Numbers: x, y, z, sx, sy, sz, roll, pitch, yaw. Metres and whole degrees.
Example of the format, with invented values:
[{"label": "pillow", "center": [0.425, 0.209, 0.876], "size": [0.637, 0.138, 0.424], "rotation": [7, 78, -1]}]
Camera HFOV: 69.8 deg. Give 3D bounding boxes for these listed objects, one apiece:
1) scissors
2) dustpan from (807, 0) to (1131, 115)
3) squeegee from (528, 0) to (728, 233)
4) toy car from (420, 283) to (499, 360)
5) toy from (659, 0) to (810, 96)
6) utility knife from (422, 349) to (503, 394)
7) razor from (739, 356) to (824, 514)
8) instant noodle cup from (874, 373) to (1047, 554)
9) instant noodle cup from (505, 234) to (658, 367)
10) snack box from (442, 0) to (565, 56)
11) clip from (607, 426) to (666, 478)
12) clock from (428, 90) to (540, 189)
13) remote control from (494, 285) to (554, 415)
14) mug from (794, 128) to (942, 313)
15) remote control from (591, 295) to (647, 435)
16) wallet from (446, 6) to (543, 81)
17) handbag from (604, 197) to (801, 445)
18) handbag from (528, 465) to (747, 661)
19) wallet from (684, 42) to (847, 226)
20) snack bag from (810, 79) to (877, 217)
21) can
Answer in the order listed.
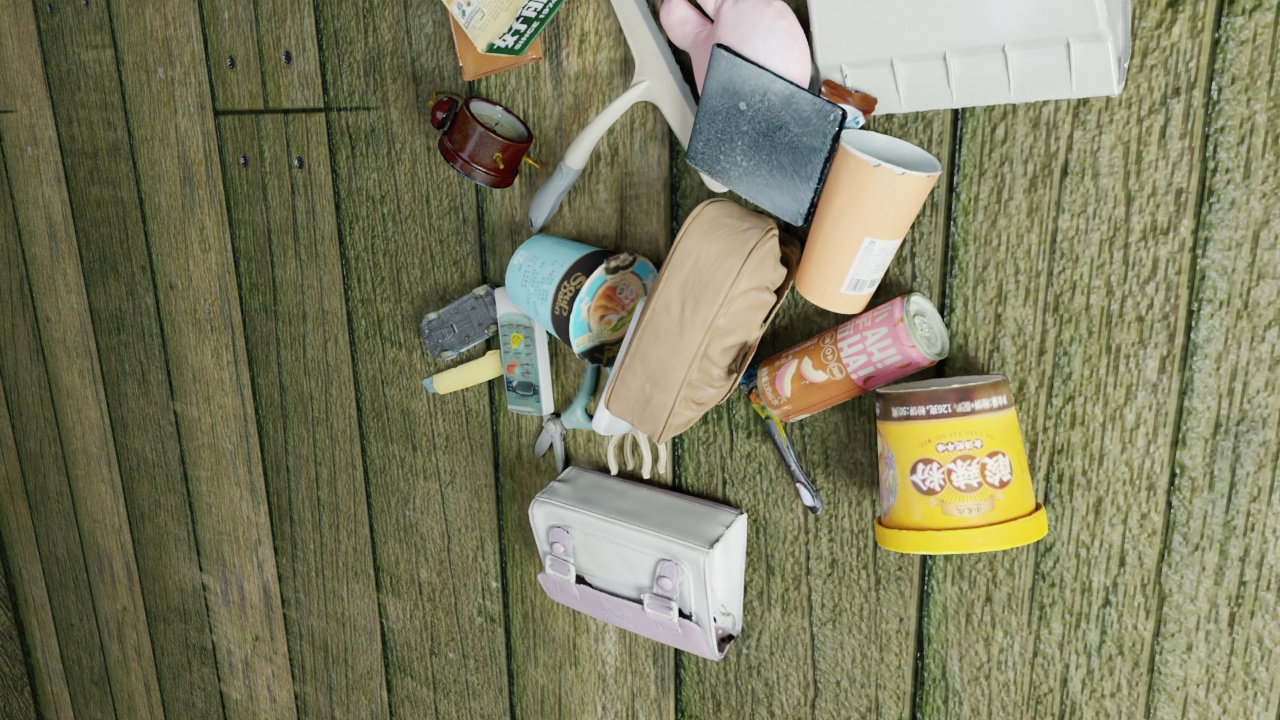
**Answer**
[{"label": "scissors", "center": [-0.095, 0.029, 0.961], "size": [0.176, 0.019, 0.175], "rotation": [47, 128, 16]}, {"label": "dustpan", "center": [0.215, -0.322, 0.622], "size": [0.223, 0.142, 0.258], "rotation": [6, 136, 37]}, {"label": "squeegee", "center": [-0.051, -0.189, 0.835], "size": [0.247, 0.039, 0.246], "rotation": [-40, 68, 44]}, {"label": "toy car", "center": [-0.189, -0.041, 1.003], "size": [0.121, 0.036, 0.054], "rotation": [-25, 87, 30]}, {"label": "toy", "center": [0.073, -0.245, 0.718], "size": [0.159, 0.054, 0.122], "rotation": [58, 148, 14]}, {"label": "utility knife", "center": [-0.200, 0.015, 1.038], "size": [0.176, 0.019, 0.031], "rotation": [-16, 89, 39]}, {"label": "razor", "center": [0.124, 0.070, 0.800], "size": [0.043, 0.022, 0.142], "rotation": [-26, 87, 42]}, {"label": "instant noodle cup", "center": [0.225, 0.072, 0.667], "size": [0.119, 0.118, 0.114], "rotation": [-7, 91, 39]}, {"label": "instant noodle cup", "center": [-0.060, -0.066, 0.856], "size": [0.120, 0.111, 0.111], "rotation": [29, 120, 38]}, {"label": "snack box", "center": [-0.083, -0.386, 0.778], "size": [0.241, 0.063, 0.114], "rotation": [-42, 81, 31]}, {"label": "clip", "center": [0.005, 0.069, 0.886], "size": [0.089, 0.034, 0.104], "rotation": [26, 110, 34]}, {"label": "clock", "center": [-0.157, -0.221, 0.894], "size": [0.122, 0.081, 0.055], "rotation": [47, 122, 16]}, {"label": "remote control", "center": [-0.120, -0.011, 0.943], "size": [0.056, 0.019, 0.135], "rotation": [6, 106, 38]}, {"label": "mug", "center": [0.164, -0.100, 0.686], "size": [0.078, 0.078, 0.123], "rotation": [33, 125, 26]}, {"label": "remote control", "center": [-0.005, 0.005, 0.840], "size": [0.020, 0.055, 0.136], "rotation": [28, 104, 29]}, {"label": "wallet", "center": [-0.147, -0.345, 0.882], "size": [0.108, 0.031, 0.132], "rotation": [-4, 100, 35]}, {"label": "handbag", "center": [0.055, -0.029, 0.746], "size": [0.100, 0.147, 0.205], "rotation": [32, 122, 12]}, {"label": "handbag", "center": [-0.003, 0.197, 0.885], "size": [0.197, 0.098, 0.145], "rotation": [11, 124, 31]}, {"label": "wallet", "center": [0.089, -0.167, 0.682], "size": [0.121, 0.019, 0.097], "rotation": [36, 135, 25]}, {"label": "snack bag", "center": [0.142, -0.162, 0.711], "size": [0.045, 0.026, 0.105], "rotation": [28, 122, 12]}, {"label": "can", "center": [0.164, 0.000, 0.725], "size": [0.148, 0.057, 0.058], "rotation": [-28, 85, 40]}]
